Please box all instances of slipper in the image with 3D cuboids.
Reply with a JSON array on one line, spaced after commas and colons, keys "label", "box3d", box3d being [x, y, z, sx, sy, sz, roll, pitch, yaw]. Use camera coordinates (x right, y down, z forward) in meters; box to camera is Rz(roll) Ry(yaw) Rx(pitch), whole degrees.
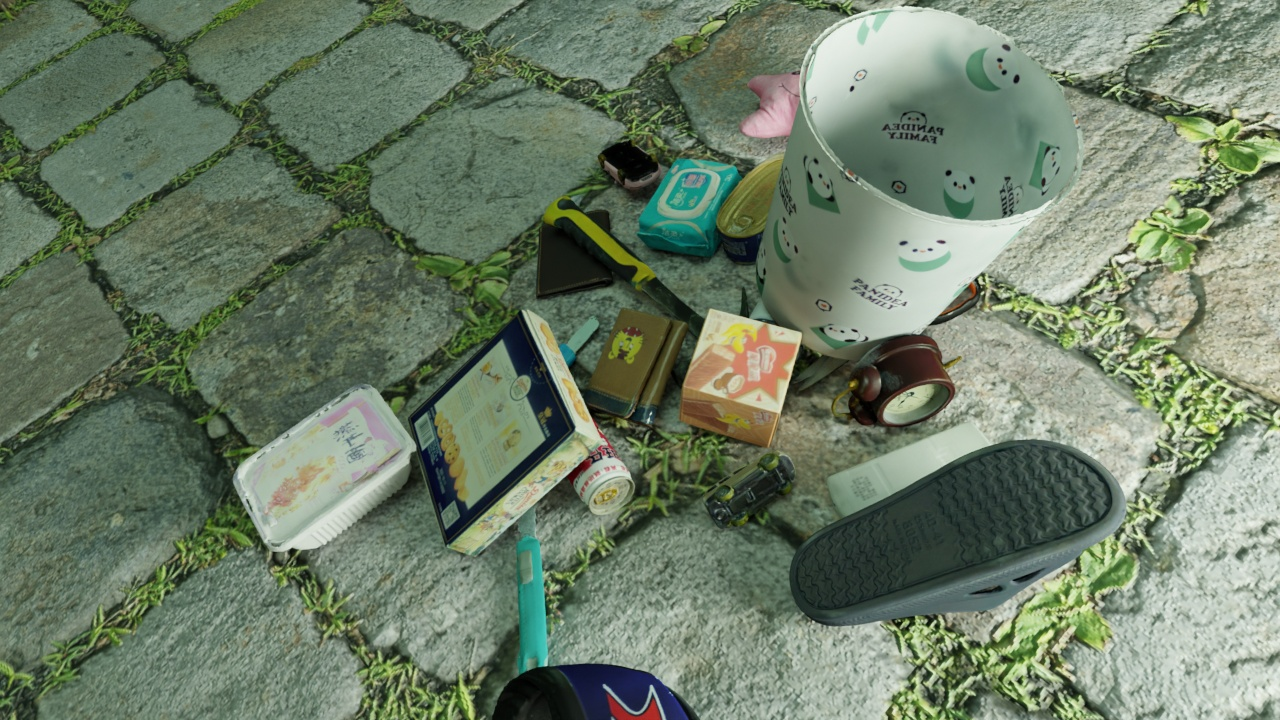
[{"label": "slipper", "box3d": [0.256, 0.152, 0.754, 0.269, 0.083, 0.110, -26, 44, 20]}]

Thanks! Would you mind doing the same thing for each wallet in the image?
[{"label": "wallet", "box3d": [-0.006, 0.006, 0.951, 0.090, 0.033, 0.115, 15, 77, 37]}, {"label": "wallet", "box3d": [-0.082, -0.130, 1.123, 0.096, 0.020, 0.122, -13, 50, 12]}]

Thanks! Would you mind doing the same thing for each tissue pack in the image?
[{"label": "tissue pack", "box3d": [0.061, -0.182, 1.100, 0.093, 0.050, 0.133, 12, 56, 24]}]

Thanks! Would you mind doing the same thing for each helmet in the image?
[{"label": "helmet", "box3d": [0.040, 0.342, 0.545, 0.240, 0.248, 0.314, 11, 50, -26]}]

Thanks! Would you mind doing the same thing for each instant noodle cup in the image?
[{"label": "instant noodle cup", "box3d": [-0.322, 0.120, 0.963, 0.173, 0.060, 0.138, -36, 50, -15]}]

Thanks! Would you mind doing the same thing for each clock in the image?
[{"label": "clock", "box3d": [0.235, 0.024, 0.856, 0.122, 0.082, 0.055, -16, 55, 0]}]

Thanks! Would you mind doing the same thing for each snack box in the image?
[{"label": "snack box", "box3d": [-0.141, 0.069, 0.914, 0.183, 0.045, 0.177, -41, 47, 14]}, {"label": "snack box", "box3d": [0.096, 0.017, 0.888, 0.094, 0.077, 0.092, 16, 61, 9]}]

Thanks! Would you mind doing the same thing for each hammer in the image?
[{"label": "hammer", "box3d": [-0.001, -0.098, 1.047, 0.126, 0.032, 0.323, -36, 56, -16]}]

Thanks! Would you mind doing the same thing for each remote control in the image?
[{"label": "remote control", "box3d": [0.245, 0.105, 0.825, 0.150, 0.021, 0.058, -21, 49, -1]}]

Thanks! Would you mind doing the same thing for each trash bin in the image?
[{"label": "trash bin", "box3d": [0.220, -0.137, 0.824, 0.229, 0.252, 0.229, 4, 60, -7]}]

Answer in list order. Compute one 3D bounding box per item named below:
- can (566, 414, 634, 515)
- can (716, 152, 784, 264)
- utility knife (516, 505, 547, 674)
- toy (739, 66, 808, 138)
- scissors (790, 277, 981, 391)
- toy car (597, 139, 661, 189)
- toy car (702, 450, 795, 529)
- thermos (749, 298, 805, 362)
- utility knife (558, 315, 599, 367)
[{"label": "can", "box3d": [-0.058, 0.089, 0.910, 0.053, 0.053, 0.132, -31, 49, -9]}, {"label": "can", "box3d": [0.147, -0.178, 1.070, 0.075, 0.049, 0.147, 24, 62, 32]}, {"label": "utility knife", "box3d": [-0.106, 0.200, 0.860, 0.029, 0.013, 0.222, -14, 49, 5]}, {"label": "toy", "box3d": [0.217, -0.333, 1.160, 0.195, 0.075, 0.178, 20, 59, 31]}, {"label": "scissors", "box3d": [0.254, -0.030, 0.934, 0.143, 0.022, 0.234, 21, 60, 30]}, {"label": "toy car", "box3d": [-0.013, -0.252, 1.192, 0.056, 0.037, 0.122, -27, 36, -9]}, {"label": "toy car", "box3d": [0.100, 0.116, 0.846, 0.090, 0.042, 0.035, -33, 30, -3]}, {"label": "thermos", "box3d": [0.182, -0.100, 0.986, 0.073, 0.073, 0.223, 15, 57, 27]}, {"label": "utility knife", "box3d": [-0.105, 0.019, 1.008, 0.034, 0.018, 0.193, 23, 60, 32]}]
